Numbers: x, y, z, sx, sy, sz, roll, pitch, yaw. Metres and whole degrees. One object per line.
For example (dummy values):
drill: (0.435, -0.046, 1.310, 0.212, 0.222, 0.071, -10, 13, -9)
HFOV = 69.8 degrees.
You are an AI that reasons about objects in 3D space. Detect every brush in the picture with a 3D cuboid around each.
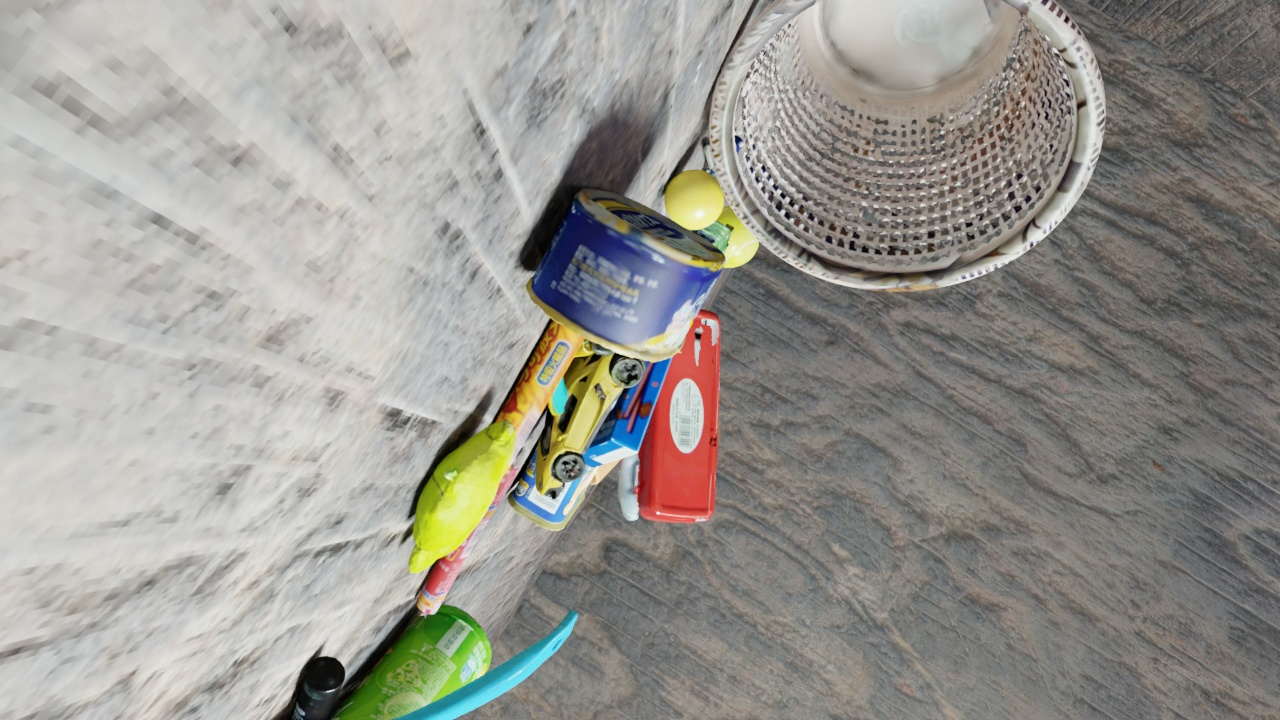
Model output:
brush: (-0.130, 0.211, 0.518, 0.253, 0.046, 0.083, -23, 145, -40)

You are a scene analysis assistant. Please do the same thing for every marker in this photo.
marker: (-0.184, 0.201, 0.503, 0.132, 0.020, 0.022, -60, -177, 38)

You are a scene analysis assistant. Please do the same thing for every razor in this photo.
razor: (-0.047, 0.006, 0.590, 0.028, 0.043, 0.133, -12, 158, -22)

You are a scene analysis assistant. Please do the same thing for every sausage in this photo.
sausage: (-0.124, 0.125, 0.645, 0.156, 0.020, 0.020, -59, 176, 19)
sausage: (-0.056, 0.008, 0.531, 0.165, 0.021, 0.021, -59, 176, 17)

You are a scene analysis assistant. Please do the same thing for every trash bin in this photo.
trash bin: (0.174, -0.191, 0.610, 0.228, 0.227, 0.191, 118, -7, -47)

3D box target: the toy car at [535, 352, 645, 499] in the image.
toy car: (-0.042, 0.032, 0.677, 0.156, 0.041, 0.071, -61, -163, 11)

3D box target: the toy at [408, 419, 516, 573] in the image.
toy: (-0.097, 0.075, 0.494, 0.096, 0.031, 0.100, -55, 176, -10)

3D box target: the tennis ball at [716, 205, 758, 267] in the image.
tennis ball: (0.095, -0.132, 0.979, 0.065, 0.065, 0.065, -57, 176, -6)

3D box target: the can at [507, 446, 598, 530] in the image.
can: (-0.067, 0.091, 0.824, 0.083, 0.057, 0.102, -61, 175, 18)

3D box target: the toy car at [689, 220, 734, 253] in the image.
toy car: (0.059, -0.113, 0.854, 0.036, 0.043, 0.091, -60, 175, -4)

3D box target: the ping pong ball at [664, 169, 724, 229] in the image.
ping pong ball: (0.036, -0.108, 0.617, 0.040, 0.040, 0.040, -57, 176, -6)

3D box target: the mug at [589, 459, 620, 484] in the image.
mug: (-0.031, 0.066, 0.957, 0.122, 0.078, 0.078, -50, 173, -28)

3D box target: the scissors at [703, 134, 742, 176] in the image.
scissors: (0.053, -0.149, 0.729, 0.142, 0.012, 0.170, -60, 174, 31)

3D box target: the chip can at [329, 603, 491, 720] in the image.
chip can: (-0.178, 0.256, 0.626, 0.073, 0.072, 0.220, -60, 175, 29)

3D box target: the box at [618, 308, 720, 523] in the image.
box: (0.012, 0.050, 0.862, 0.099, 0.095, 0.201, -14, -110, 57)

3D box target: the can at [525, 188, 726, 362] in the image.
can: (-0.002, -0.042, 0.428, 0.049, 0.074, 0.148, -61, 175, 12)

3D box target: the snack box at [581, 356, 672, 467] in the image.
snack box: (-0.004, 0.004, 0.724, 0.085, 0.026, 0.156, -27, -142, 61)
